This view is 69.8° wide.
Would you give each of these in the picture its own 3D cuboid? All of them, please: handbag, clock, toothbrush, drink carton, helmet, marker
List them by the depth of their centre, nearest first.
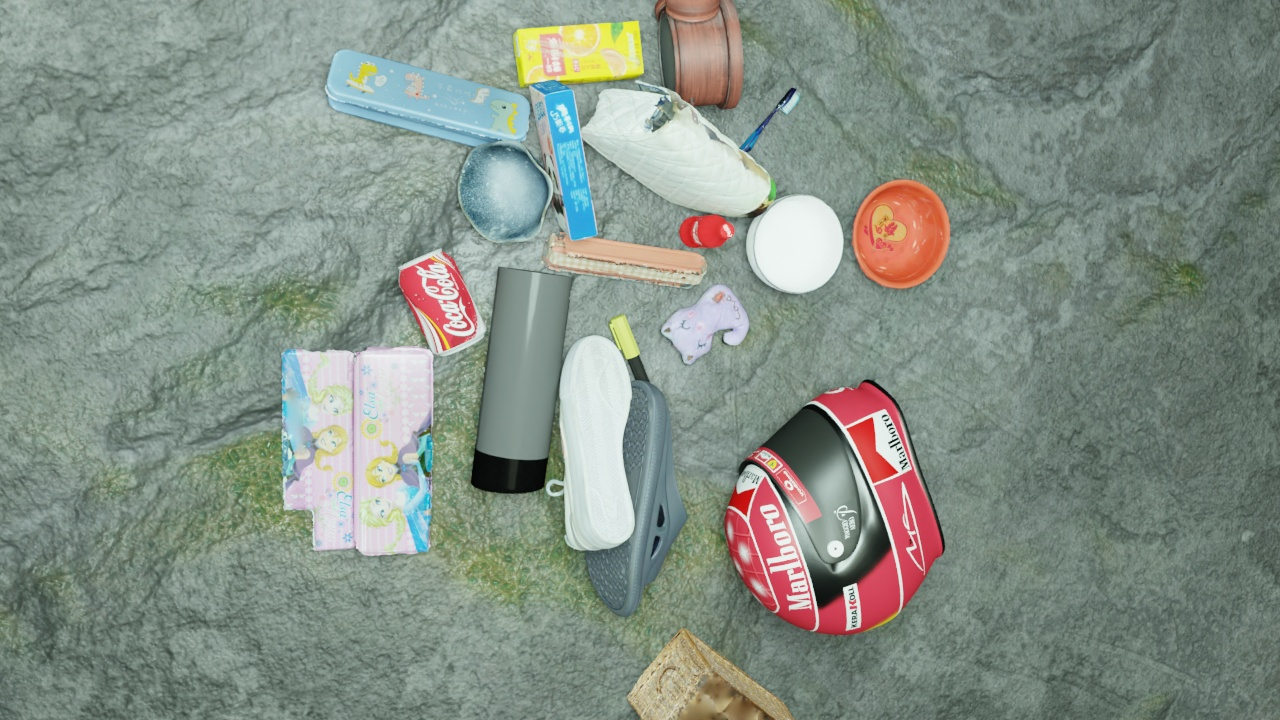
[{"bbox_3d":[0.043,-0.221,0.967,0.194,0.139,0.072,25,87,-48],"label":"handbag"},{"bbox_3d":[0.061,-0.345,0.993,0.072,0.120,0.158,-8,108,-6],"label":"clock"},{"bbox_3d":[-0.068,-0.332,0.998,0.134,0.043,0.058,-9,101,-13],"label":"drink carton"},{"bbox_3d":[0.209,0.184,1.065,0.224,0.198,0.271,-20,94,-12],"label":"helmet"},{"bbox_3d":[-0.006,0.006,1.075,0.021,0.017,0.124,-24,104,-10],"label":"marker"},{"bbox_3d":[0.125,-0.246,1.076,0.017,0.016,0.189,42,86,-26],"label":"toothbrush"}]

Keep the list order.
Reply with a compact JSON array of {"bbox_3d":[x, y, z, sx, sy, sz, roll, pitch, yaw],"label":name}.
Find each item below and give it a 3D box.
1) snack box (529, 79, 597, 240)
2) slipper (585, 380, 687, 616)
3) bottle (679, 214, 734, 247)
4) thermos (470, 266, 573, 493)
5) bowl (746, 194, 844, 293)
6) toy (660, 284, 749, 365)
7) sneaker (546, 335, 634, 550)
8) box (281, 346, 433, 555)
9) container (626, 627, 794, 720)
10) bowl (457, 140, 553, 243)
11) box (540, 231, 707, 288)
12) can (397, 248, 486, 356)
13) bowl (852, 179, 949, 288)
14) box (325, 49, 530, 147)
[{"bbox_3d":[-0.081,-0.212,0.970,0.033,0.088,0.154,-15,116,-11],"label":"snack box"},{"bbox_3d":[0.002,0.158,1.064,0.083,0.111,0.268,8,91,-35],"label":"slipper"},{"bbox_3d":[0.076,-0.144,1.022,0.036,0.119,0.036,-2,97,-15],"label":"bottle"},{"bbox_3d":[-0.131,0.022,1.010,0.082,0.082,0.240,7,96,-16],"label":"thermos"},{"bbox_3d":[0.175,-0.137,1.078,0.113,0.063,0.113,-2,99,-14],"label":"bowl"},{"bbox_3d":[0.080,-0.039,1.081,0.099,0.036,0.080,-40,104,-8],"label":"toy"},{"bbox_3d":[-0.063,0.093,1.025,0.089,0.091,0.242,9,66,-34],"label":"sneaker"},{"bbox_3d":[-0.308,0.099,1.000,0.159,0.035,0.230,0,97,-15],"label":"box"},{"bbox_3d":[0.097,0.438,1.114,0.198,0.113,0.113,40,86,-15],"label":"container"},{"bbox_3d":[-0.137,-0.182,0.986,0.110,0.055,0.110,5,107,18],"label":"bowl"},{"bbox_3d":[-0.021,-0.113,1.050,0.188,0.064,0.056,9,59,-13],"label":"box"},{"bbox_3d":[-0.214,-0.062,0.986,0.064,0.064,0.105,-26,103,-10],"label":"can"},{"bbox_3d":[0.309,-0.153,1.120,0.130,0.045,0.130,-2,98,-14],"label":"bowl"},{"bbox_3d":[-0.219,-0.273,0.960,0.209,0.059,0.068,12,92,-16],"label":"box"}]
